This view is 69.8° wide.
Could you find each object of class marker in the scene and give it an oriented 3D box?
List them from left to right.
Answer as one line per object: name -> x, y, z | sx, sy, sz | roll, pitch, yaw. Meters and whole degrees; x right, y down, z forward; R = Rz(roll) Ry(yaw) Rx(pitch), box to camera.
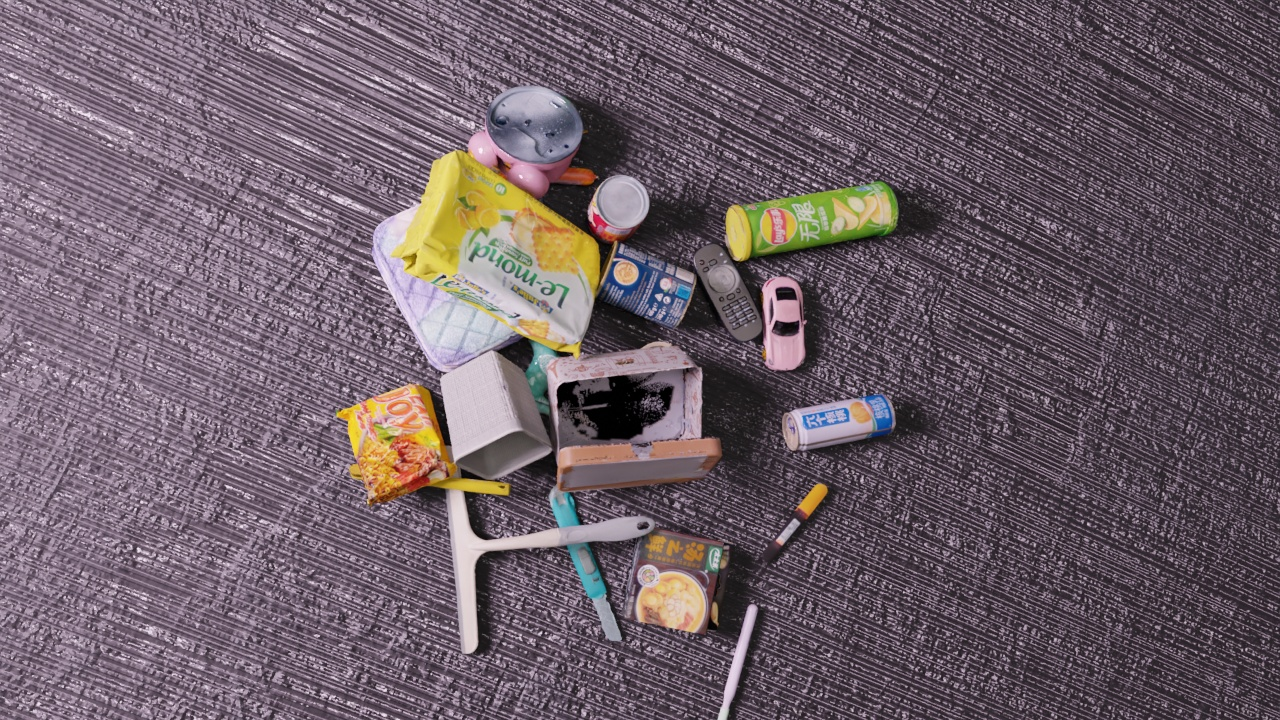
marker -> 0.196, 0.207, 1.170 | 0.018, 0.015, 0.123 | 41, 81, -3

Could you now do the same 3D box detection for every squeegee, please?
squeegee -> -0.104, 0.209, 1.078 | 0.246, 0.039, 0.246 | -7, 85, -1

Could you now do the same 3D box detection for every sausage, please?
sausage -> -0.134, -0.234, 1.148 | 0.165, 0.021, 0.021 | 2, 84, -11

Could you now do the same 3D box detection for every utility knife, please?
utility knife -> -0.066, 0.246, 1.116 | 0.029, 0.013, 0.207 | -22, 89, -12

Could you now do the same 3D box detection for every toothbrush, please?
toothbrush -> -0.246, 0.139, 1.071 | 0.190, 0.017, 0.015 | 6, 61, 2
toothbrush -> 0.118, 0.395, 1.133 | 0.021, 0.029, 0.189 | 10, 79, 28

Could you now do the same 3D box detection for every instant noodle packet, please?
instant noodle packet -> -0.282, 0.092, 1.062 | 0.110, 0.044, 0.128 | -20, 64, -15

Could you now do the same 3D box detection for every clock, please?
clock -> -0.142, -0.257, 1.111 | 0.117, 0.060, 0.158 | 34, 62, 4

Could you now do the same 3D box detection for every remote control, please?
remote control -> 0.111, -0.086, 1.177 | 0.053, 0.024, 0.136 | -27, 87, -4

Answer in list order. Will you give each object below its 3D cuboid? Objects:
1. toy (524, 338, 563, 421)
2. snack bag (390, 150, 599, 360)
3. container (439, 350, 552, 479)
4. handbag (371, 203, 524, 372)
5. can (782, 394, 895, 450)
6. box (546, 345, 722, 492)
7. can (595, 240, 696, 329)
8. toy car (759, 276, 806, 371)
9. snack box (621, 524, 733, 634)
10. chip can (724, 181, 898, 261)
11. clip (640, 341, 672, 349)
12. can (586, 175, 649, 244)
toy -> -0.121, 0.030, 1.122 | 0.096, 0.030, 0.092 | 39, 84, -12
snack bag -> -0.153, -0.117, 1.047 | 0.246, 0.068, 0.157 | 30, 52, -28
container -> -0.169, 0.061, 1.055 | 0.090, 0.090, 0.114 | -27, 61, 12
handbag -> -0.225, -0.092, 1.091 | 0.134, 0.076, 0.194 | -27, 91, -18
can -> 0.252, 0.080, 1.172 | 0.134, 0.053, 0.053 | -10, 86, -11
box -> -0.011, 0.088, 1.046 | 0.182, 0.178, 0.153 | -6, 110, -11
can -> 0.006, -0.092, 1.132 | 0.111, 0.075, 0.075 | 22, 81, -8
toy car -> 0.185, -0.047, 1.182 | 0.056, 0.037, 0.122 | -2, 86, -9
snack box -> 0.049, 0.268, 1.121 | 0.125, 0.053, 0.113 | 12, 82, -4
chip can -> 0.223, -0.181, 1.184 | 0.221, 0.073, 0.072 | -11, 86, -12
clip -> -0.002, 0.017, 1.142 | 0.104, 0.035, 0.083 | -25, 89, -7
can -> -0.030, -0.182, 1.125 | 0.066, 0.094, 0.066 | 1, 84, -10
